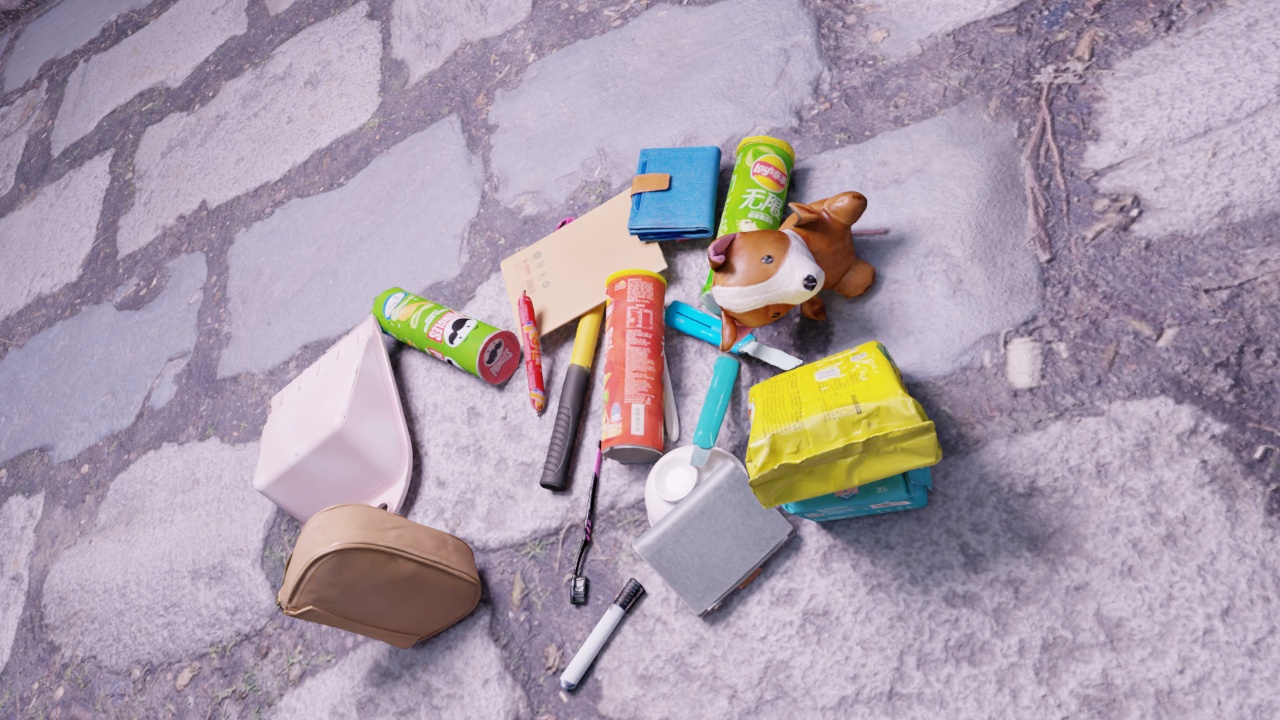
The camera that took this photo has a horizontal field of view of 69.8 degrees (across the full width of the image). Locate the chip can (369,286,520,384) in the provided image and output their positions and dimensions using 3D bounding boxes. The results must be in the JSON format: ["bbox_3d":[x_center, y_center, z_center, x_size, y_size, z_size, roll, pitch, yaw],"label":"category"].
[{"bbox_3d":[-0.262,-0.036,1.211,0.236,0.072,0.072,21,75,37],"label":"chip can"}]

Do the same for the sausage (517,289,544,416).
[{"bbox_3d":[-0.132,-0.009,1.117,0.020,0.020,0.156,-8,88,25],"label":"sausage"}]

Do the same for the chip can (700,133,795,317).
[{"bbox_3d":[0.125,-0.152,1.060,0.073,0.072,0.220,2,65,30],"label":"chip can"}]

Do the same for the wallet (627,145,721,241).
[{"bbox_3d":[0.042,-0.207,1.120,0.106,0.040,0.132,1,59,13],"label":"wallet"}]

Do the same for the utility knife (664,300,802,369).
[{"bbox_3d":[0.097,-0.026,1.009,0.034,0.018,0.218,-45,39,-15],"label":"utility knife"}]

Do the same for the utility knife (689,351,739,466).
[{"bbox_3d":[0.078,0.049,0.974,0.029,0.013,0.175,16,45,7],"label":"utility knife"}]

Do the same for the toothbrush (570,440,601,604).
[{"bbox_3d":[-0.055,0.175,1.012,0.018,0.014,0.188,0,62,18],"label":"toothbrush"}]

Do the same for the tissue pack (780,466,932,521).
[{"bbox_3d":[0.197,0.117,0.852,0.134,0.093,0.050,-13,70,23],"label":"tissue pack"}]

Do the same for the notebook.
[{"bbox_3d":[-0.076,-0.120,1.153,0.208,0.008,0.147,-28,54,12],"label":"notebook"}]

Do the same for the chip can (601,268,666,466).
[{"bbox_3d":[-0.006,0.006,1.030,0.073,0.073,0.216,-10,65,24],"label":"chip can"}]

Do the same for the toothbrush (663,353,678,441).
[{"bbox_3d":[0.030,0.012,1.057,0.016,0.016,0.179,-29,53,33],"label":"toothbrush"}]

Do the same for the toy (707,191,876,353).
[{"bbox_3d":[0.155,-0.095,0.954,0.199,0.140,0.130,-21,21,-23],"label":"toy"}]

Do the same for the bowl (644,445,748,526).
[{"bbox_3d":[0.048,0.132,0.946,0.118,0.065,0.118,-13,58,22],"label":"bowl"}]

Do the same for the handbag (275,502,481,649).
[{"bbox_3d":[-0.280,0.230,0.989,0.148,0.204,0.099,-45,39,16],"label":"handbag"}]

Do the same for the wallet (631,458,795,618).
[{"bbox_3d":[0.074,0.176,0.899,0.130,0.037,0.106,-42,93,1],"label":"wallet"}]

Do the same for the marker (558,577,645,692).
[{"bbox_3d":[-0.039,0.281,0.939,0.023,0.018,0.130,30,80,28],"label":"marker"}]

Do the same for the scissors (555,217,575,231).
[{"bbox_3d":[-0.096,-0.144,1.206,0.134,0.017,0.133,-15,48,32],"label":"scissors"}]

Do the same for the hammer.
[{"bbox_3d":[-0.074,0.011,1.103,0.129,0.033,0.300,-3,62,28],"label":"hammer"}]

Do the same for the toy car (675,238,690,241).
[{"bbox_3d":[0.047,-0.194,1.151,0.049,0.031,0.106,-24,57,1],"label":"toy car"}]

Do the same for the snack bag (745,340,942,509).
[{"bbox_3d":[0.173,0.047,0.839,0.158,0.068,0.246,-17,12,10],"label":"snack bag"}]

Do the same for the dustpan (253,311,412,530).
[{"bbox_3d":[-0.391,0.110,1.207,0.223,0.139,0.272,-34,33,20],"label":"dustpan"}]
